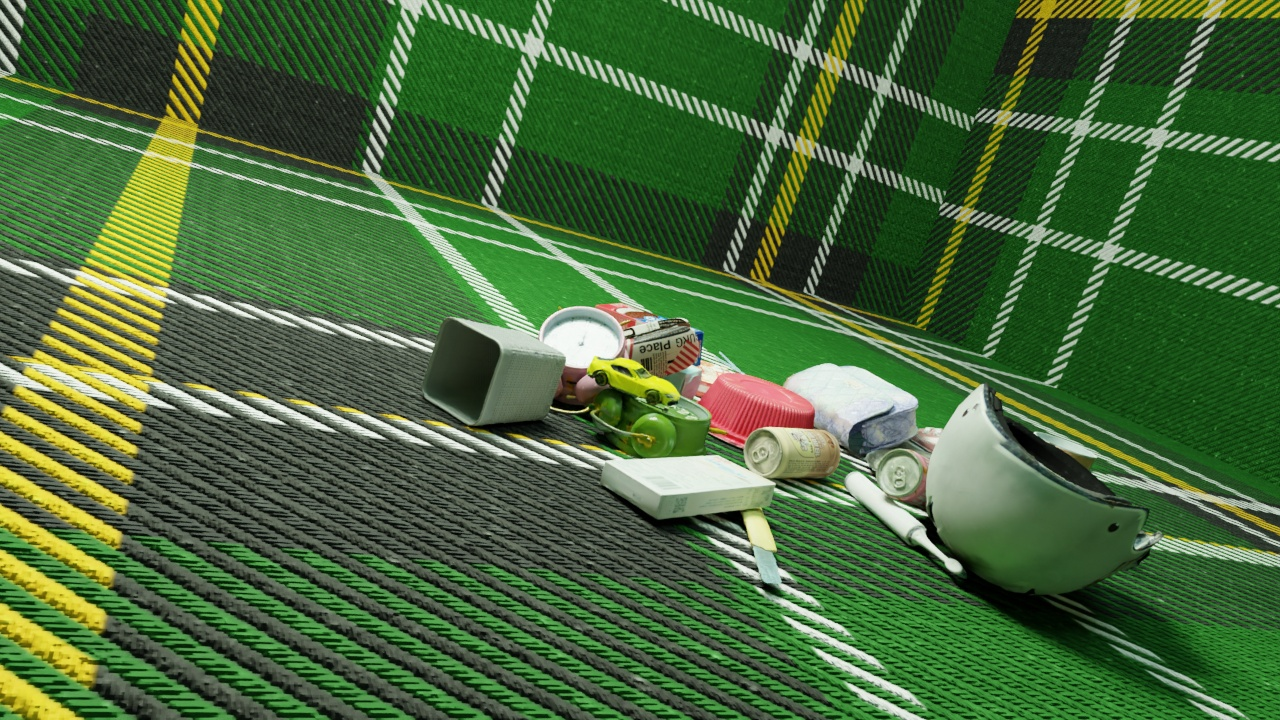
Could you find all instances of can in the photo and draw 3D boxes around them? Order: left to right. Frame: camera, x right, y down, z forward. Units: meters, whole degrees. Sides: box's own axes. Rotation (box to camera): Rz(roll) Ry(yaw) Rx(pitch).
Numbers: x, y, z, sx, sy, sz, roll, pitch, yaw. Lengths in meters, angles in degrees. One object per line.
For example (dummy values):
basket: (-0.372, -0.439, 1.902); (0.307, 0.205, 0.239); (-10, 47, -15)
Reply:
can: (0.178, 0.108, 1.069); (0.116, 0.058, 0.058); (6, 17, -43)
can: (0.331, 0.146, 1.058); (0.147, 0.058, 0.058); (25, 5, -43)

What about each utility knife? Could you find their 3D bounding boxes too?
utility knife: (0.108, 0.157, 0.840); (0.031, 0.022, 0.220); (17, 5, -3)

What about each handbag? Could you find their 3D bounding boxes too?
handbag: (0.310, 0.066, 1.365); (0.134, 0.076, 0.194); (-16, 23, -19)

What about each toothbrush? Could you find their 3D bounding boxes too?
toothbrush: (0.284, 0.176, 0.996); (0.026, 0.027, 0.221); (37, 4, -23)

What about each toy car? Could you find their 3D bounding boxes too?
toy car: (-0.006, 0.020, 0.986); (0.105, 0.032, 0.048); (22, 12, 11)

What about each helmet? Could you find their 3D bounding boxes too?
helmet: (0.390, 0.152, 0.946); (0.230, 0.157, 0.273); (45, 12, 26)

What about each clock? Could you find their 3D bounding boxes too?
clock: (-0.074, 0.004, 1.079); (0.117, 0.060, 0.158); (12, 50, 4)
clock: (0.012, 0.071, 0.999); (0.116, 0.056, 0.161); (26, 15, 37)

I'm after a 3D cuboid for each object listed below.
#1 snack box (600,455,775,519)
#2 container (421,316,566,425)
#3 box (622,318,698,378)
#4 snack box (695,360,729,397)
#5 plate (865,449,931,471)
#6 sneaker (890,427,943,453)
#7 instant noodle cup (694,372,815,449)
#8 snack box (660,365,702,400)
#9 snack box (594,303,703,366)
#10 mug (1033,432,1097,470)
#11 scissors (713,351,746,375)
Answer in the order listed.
snack box: (0.047, 0.118, 0.876); (0.156, 0.027, 0.085); (3, 14, -43)
container: (-0.147, 0.013, 0.952); (0.090, 0.090, 0.114); (27, 11, 32)
box: (0.000, -0.004, 1.174); (0.163, 0.075, 0.083); (-13, 60, -17)
snack box: (0.105, 0.030, 1.393); (0.075, 0.025, 0.152); (17, 12, -6)
plate: (0.388, 0.155, 1.214); (0.179, 0.024, 0.179); (6, 11, -1)
sneaker: (0.467, 0.130, 1.329); (0.241, 0.088, 0.118); (27, 15, 35)
instant noodle cup: (0.156, 0.068, 1.206); (0.194, 0.066, 0.193); (16, 13, -4)
snack box: (-0.007, 0.007, 1.264); (0.175, 0.052, 0.074); (23, 14, 19)
snack box: (0.010, -0.039, 1.429); (0.057, 0.058, 0.208); (-7, 20, -39)
mug: (0.519, 0.162, 1.176); (0.078, 0.123, 0.078); (18, 12, -4)
scissors: (0.171, 0.027, 1.460); (0.130, 0.017, 0.133); (17, 24, -52)
